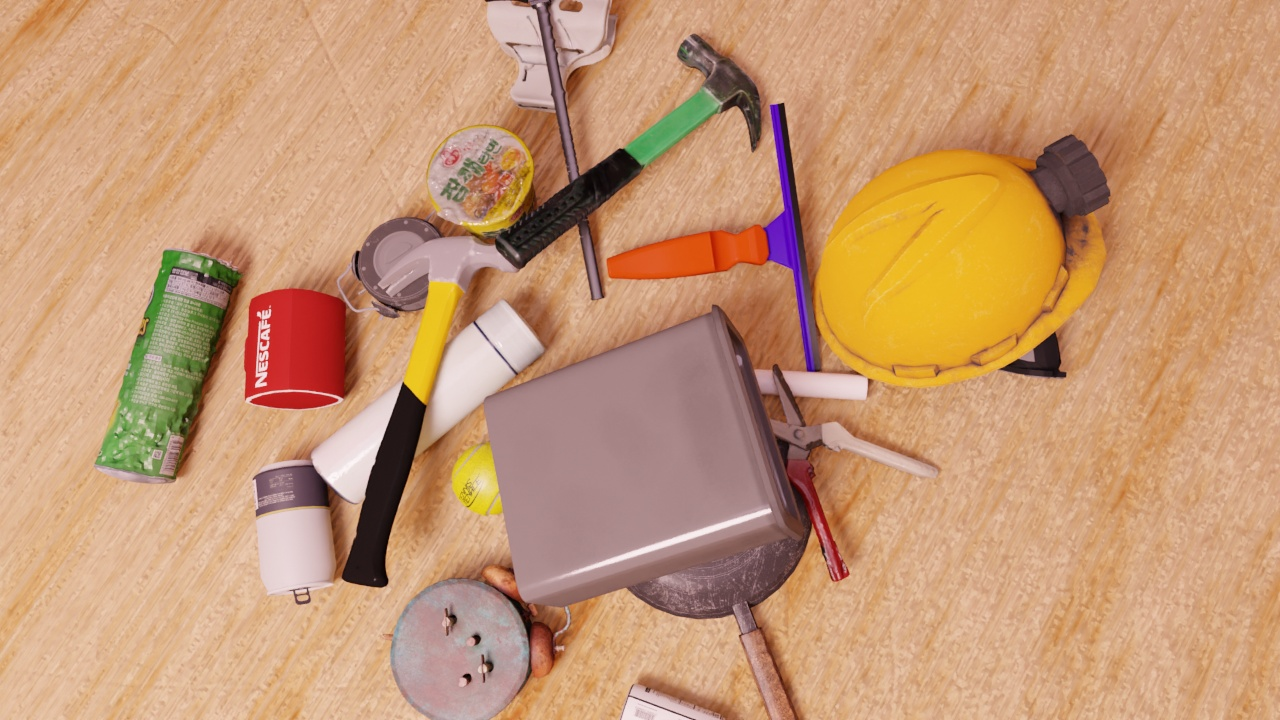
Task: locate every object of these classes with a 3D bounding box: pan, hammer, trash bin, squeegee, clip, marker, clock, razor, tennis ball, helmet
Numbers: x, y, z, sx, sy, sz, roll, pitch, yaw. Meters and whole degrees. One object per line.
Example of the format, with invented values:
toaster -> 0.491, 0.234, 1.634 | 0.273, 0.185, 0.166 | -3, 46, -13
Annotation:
pan -> 0.081, 0.197, 0.804 | 0.207, 0.040, 0.356 | -22, 74, 0
hammer -> -0.199, 0.035, 0.804 | 0.127, 0.029, 0.323 | 6, 70, 17
trash bin -> -0.001, 0.085, 0.767 | 0.220, 0.097, 0.191 | -20, 67, 13
squeegee -> 0.060, -0.101, 0.869 | 0.185, 0.055, 0.249 | -8, 93, 4
clip -> -0.091, -0.329, 0.943 | 0.127, 0.110, 0.151 | 8, 109, 8
hammer -> -0.008, -0.189, 0.866 | 0.130, 0.032, 0.318 | 45, 67, 10
marker -> 0.140, 0.020, 0.847 | 0.133, 0.023, 0.027 | 3, 56, 6
clock -> -0.137, 0.242, 0.795 | 0.157, 0.073, 0.121 | -31, 75, -3
razor -> 0.333, -0.051, 0.832 | 0.060, 0.057, 0.156 | -28, 69, 42
tennis ball -> -0.137, 0.107, 0.831 | 0.065, 0.065, 0.065 | -1, 76, 5
hammer -> -0.079, -0.218, 0.894 | 0.095, 0.015, 0.325 | -11, 89, 6
helmet -> 0.258, -0.100, 0.778 | 0.256, 0.131, 0.205 | -29, 63, 12
clock -> -0.232, -0.090, 0.900 | 0.123, 0.044, 0.091 | -34, 76, -3

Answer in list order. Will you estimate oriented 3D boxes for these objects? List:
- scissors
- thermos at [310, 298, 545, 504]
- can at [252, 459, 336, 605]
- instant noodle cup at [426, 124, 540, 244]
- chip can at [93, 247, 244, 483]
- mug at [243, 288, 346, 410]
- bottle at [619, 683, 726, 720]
scissors -> 0.175, 0.091, 0.811 | 0.179, 0.015, 0.199 | -9, 74, -12
thermos -> -0.195, 0.037, 0.854 | 0.230, 0.068, 0.068 | -40, 76, -5
can -> -0.315, 0.159, 0.837 | 0.064, 0.064, 0.127 | -12, 75, 2
instant noodle cup -> -0.141, -0.154, 0.873 | 0.102, 0.108, 0.102 | -1, 76, 5
chip can -> -0.454, 0.007, 0.884 | 0.075, 0.075, 0.223 | 10, 77, 8
mug -> -0.339, -0.005, 0.876 | 0.117, 0.080, 0.096 | -13, 73, 32
bottle -> 0.041, 0.312, 0.776 | 0.116, 0.041, 0.041 | 17, 78, 9
